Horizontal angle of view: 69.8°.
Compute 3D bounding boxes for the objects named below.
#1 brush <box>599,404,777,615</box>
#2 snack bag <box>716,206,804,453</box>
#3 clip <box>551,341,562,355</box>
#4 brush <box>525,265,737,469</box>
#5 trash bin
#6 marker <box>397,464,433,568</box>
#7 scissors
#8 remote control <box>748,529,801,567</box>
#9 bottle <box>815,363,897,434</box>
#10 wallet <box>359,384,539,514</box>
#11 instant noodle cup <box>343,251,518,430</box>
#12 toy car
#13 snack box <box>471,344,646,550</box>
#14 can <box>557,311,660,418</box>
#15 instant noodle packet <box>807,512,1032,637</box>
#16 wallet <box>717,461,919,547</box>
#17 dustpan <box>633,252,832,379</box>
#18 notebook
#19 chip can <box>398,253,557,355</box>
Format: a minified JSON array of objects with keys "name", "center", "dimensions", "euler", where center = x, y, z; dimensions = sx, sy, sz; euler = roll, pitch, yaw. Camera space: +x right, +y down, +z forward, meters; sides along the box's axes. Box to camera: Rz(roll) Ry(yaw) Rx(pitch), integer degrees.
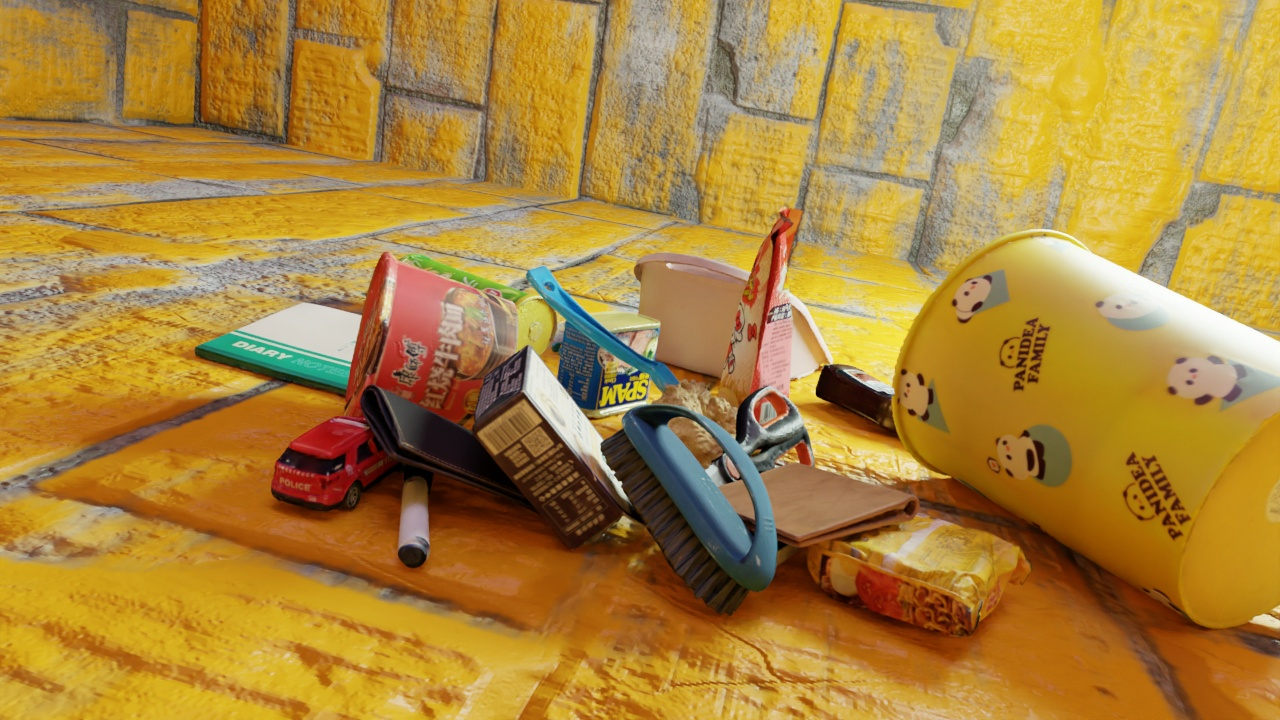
[{"name":"brush","center":[0.034,0.077,0.549],"dimensions":[0.055,0.074,0.144],"euler":[25,22,-50]},{"name":"snack bag","center":[0.109,-0.026,0.800],"dimensions":[0.073,0.208,0.128],"euler":[11,16,12]},{"name":"clip","center":[-0.074,-0.014,1.019],"dimensions":[0.046,0.014,0.056],"euler":[25,20,40]},{"name":"brush","center":[-0.005,0.005,0.760],"dimensions":[0.254,0.046,0.083],"euler":[42,38,19]},{"name":"trash bin","center":[0.359,0.047,0.686],"dimensions":[0.229,0.230,0.255],"euler":[2,22,-25]},{"name":"marker","center":[-0.138,0.092,0.570],"dimensions":[0.022,0.018,0.130],"euler":[15,12,-17]},{"name":"scissors","center":[0.079,0.089,0.673],"dimensions":[0.022,0.125,0.234],"euler":[-27,15,34]},{"name":"remote control","center":[0.094,0.112,0.627],"dimensions":[0.049,0.024,0.124],"euler":[18,17,29]},{"name":"bottle","center":[0.266,0.054,0.922],"dimensions":[0.079,0.044,0.195],"euler":[8,14,-37]},{"name":"wallet","center":[-0.121,0.061,0.609],"dimensions":[0.122,0.020,0.096],"euler":[30,6,-35]},{"name":"instant noodle cup","center":[-0.162,-0.006,0.715],"dimensions":[0.108,0.138,0.138],"euler":[12,13,-22]},{"name":"toy car","center":[-0.191,0.061,0.603],"dimensions":[0.053,0.045,0.120],"euler":[13,13,9]},{"name":"snack box","center":[-0.051,0.059,0.605],"dimensions":[0.053,0.125,0.113],"euler":[-35,15,5]},{"name":"can","center":[-0.030,0.001,0.850],"dimensions":[0.057,0.083,0.101],"euler":[20,18,35]},{"name":"instant noodle packet","center":[0.177,0.129,0.580],"dimensions":[0.111,0.044,0.128],"euler":[17,14,33]},{"name":"wallet","center":[0.104,0.093,0.595],"dimensions":[0.115,0.020,0.101],"euler":[-7,11,-36]},{"name":"dustpan","center":[0.109,-0.062,1.073],"dimensions":[0.223,0.139,0.272],"euler":[14,16,19]},{"name":"notebook","center":[-0.271,-0.008,0.843],"dimensions":[0.209,0.012,0.150],"euler":[13,23,15]},{"name":"chip can","center":[-0.193,-0.063,1.013],"dimensions":[0.221,0.073,0.072],"euler":[21,18,37]}]
